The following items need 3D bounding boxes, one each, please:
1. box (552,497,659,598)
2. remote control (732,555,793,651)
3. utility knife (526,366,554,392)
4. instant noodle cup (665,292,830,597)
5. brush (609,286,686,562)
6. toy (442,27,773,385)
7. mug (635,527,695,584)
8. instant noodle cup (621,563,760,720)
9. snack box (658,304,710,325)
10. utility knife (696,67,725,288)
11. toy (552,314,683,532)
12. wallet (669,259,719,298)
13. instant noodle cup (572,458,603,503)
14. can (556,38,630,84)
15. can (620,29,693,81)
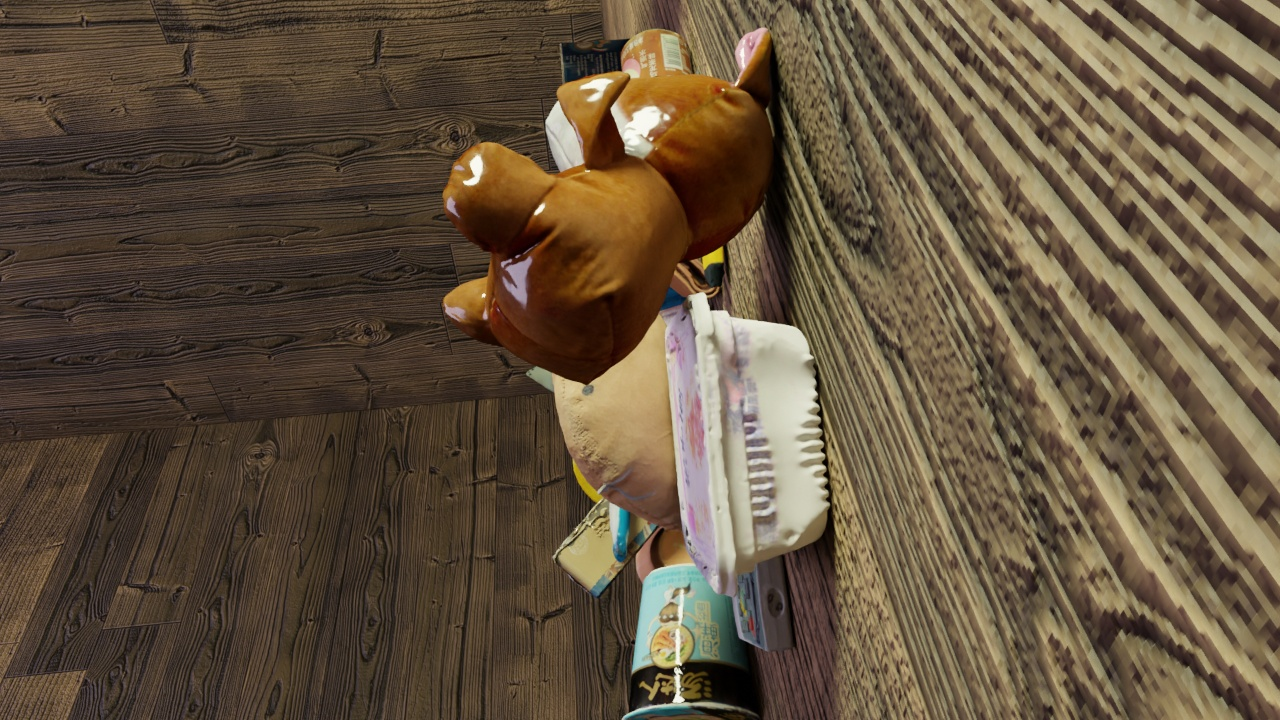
[{"bbox_3d":[-0.004,0.140,0.876,0.061,0.184,0.090,42,171,8],"label":"box"},{"bbox_3d":[0.076,0.157,0.600,0.135,0.019,0.056,97,167,-77],"label":"remote control"},{"bbox_3d":[-0.029,0.058,0.898,0.236,0.034,0.018,36,-178,-42],"label":"utility knife"},{"bbox_3d":[0.052,0.040,0.477,0.173,0.060,0.138,104,160,-86],"label":"instant noodle cup"},{"bbox_3d":[0.010,0.020,0.843,0.060,0.109,0.314,97,165,-75],"label":"brush"},{"bbox_3d":[-0.008,-0.080,0.444,0.130,0.199,0.140,44,150,14],"label":"toy"},{"bbox_3d":[0.040,0.196,0.924,0.123,0.078,0.078,109,157,-70],"label":"mug"},{"bbox_3d":[0.039,0.234,0.744,0.111,0.111,0.120,89,-178,-56],"label":"instant noodle cup"},{"bbox_3d":[-0.005,0.005,0.797,0.025,0.153,0.075,17,-117,-52],"label":"snack box"},{"bbox_3d":[0.049,-0.132,0.664,0.033,0.015,0.163,150,116,-81],"label":"utility knife"},{"bbox_3d":[-0.007,0.026,0.597,0.226,0.083,0.143,46,-146,-37],"label":"toy"},{"bbox_3d":[0.015,-0.090,0.757,0.108,0.031,0.132,41,-179,-6],"label":"wallet"},{"bbox_3d":[-0.001,0.090,1.039,0.109,0.138,0.138,-76,-17,-69],"label":"instant noodle cup"},{"bbox_3d":[-0.025,-0.285,0.925,0.075,0.111,0.075,171,94,-88],"label":"can"},{"bbox_3d":[0.019,-0.191,0.732,0.058,0.058,0.147,90,174,-66],"label":"can"}]
